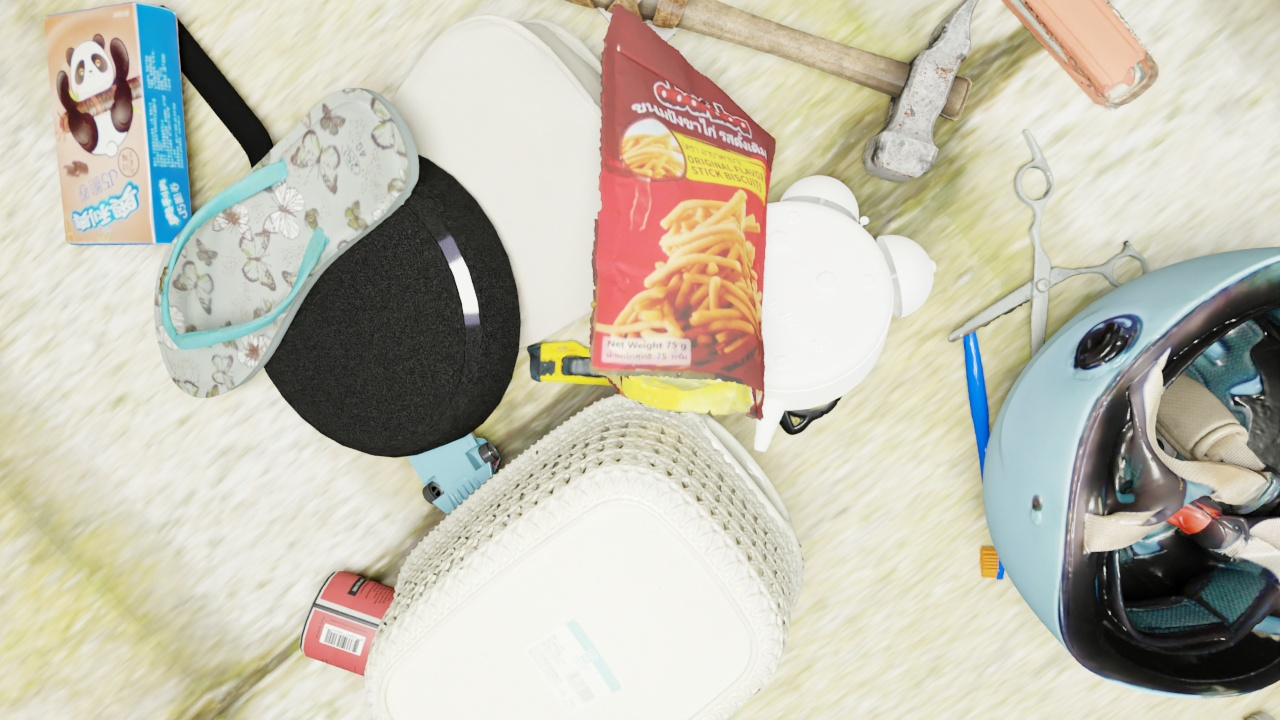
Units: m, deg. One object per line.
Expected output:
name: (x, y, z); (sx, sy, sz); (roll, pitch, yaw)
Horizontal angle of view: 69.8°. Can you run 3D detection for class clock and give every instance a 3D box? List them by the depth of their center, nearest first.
clock: (0.094, -0.039, 0.571); (0.161, 0.073, 0.125); (-42, 69, -6)

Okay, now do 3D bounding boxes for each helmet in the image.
helmet: (0.315, 0.049, 0.541); (0.225, 0.166, 0.266); (30, 100, -20)

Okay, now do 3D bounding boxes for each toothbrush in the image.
toothbrush: (0.233, 0.064, 0.629); (0.018, 0.016, 0.182); (-9, 98, 9)

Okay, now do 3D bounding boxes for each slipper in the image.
slipper: (-0.239, -0.067, 0.555); (0.269, 0.054, 0.098); (-38, 85, 28)

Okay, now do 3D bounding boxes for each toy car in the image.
toy car: (-0.139, 0.052, 0.642); (0.060, 0.027, 0.107); (-35, 79, 13)

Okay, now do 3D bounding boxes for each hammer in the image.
hammer: (0.055, -0.214, 0.578); (0.319, 0.049, 0.121); (17, 96, -2)

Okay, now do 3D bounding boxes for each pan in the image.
pan: (-0.221, -0.092, 0.594); (0.205, 0.044, 0.355); (-41, 86, 29)

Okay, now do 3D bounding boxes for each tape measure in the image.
tape measure: (0.107, 0.011, 0.617); (0.061, 0.034, 0.061); (-39, 97, -1)

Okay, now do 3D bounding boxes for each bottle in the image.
bottle: (-0.144, 0.205, 0.646); (0.176, 0.062, 0.062); (19, 98, 0)

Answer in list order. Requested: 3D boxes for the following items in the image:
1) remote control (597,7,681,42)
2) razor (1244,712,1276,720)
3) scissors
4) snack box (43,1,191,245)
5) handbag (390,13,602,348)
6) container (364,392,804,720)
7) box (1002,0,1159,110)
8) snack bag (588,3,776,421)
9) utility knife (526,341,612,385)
remote control: (-0.024, -0.264, 0.598); (0.050, 0.011, 0.136); (-42, 96, 8)
razor: (0.412, 0.313, 0.645); (0.116, 0.047, 0.088); (-33, 95, 15)
scissors: (0.265, -0.066, 0.607); (0.141, 0.014, 0.175); (-10, 93, -3)
snack box: (-0.345, -0.152, 0.608); (0.087, 0.034, 0.151); (3, 99, 24)
handbag: (-0.081, -0.103, 0.597); (0.200, 0.092, 0.200); (-35, 95, 27)
container: (-0.031, 0.144, 0.515); (0.246, 0.142, 0.184); (-40, 93, 8)
box: (0.253, -0.234, 0.571); (0.187, 0.056, 0.059); (45, 66, -5)
snack bag: (0.024, -0.076, 0.511); (0.138, 0.067, 0.207); (19, 63, -37)
utility knife: (-0.004, 0.004, 0.635); (0.151, 0.017, 0.030); (2, 103, -1)
